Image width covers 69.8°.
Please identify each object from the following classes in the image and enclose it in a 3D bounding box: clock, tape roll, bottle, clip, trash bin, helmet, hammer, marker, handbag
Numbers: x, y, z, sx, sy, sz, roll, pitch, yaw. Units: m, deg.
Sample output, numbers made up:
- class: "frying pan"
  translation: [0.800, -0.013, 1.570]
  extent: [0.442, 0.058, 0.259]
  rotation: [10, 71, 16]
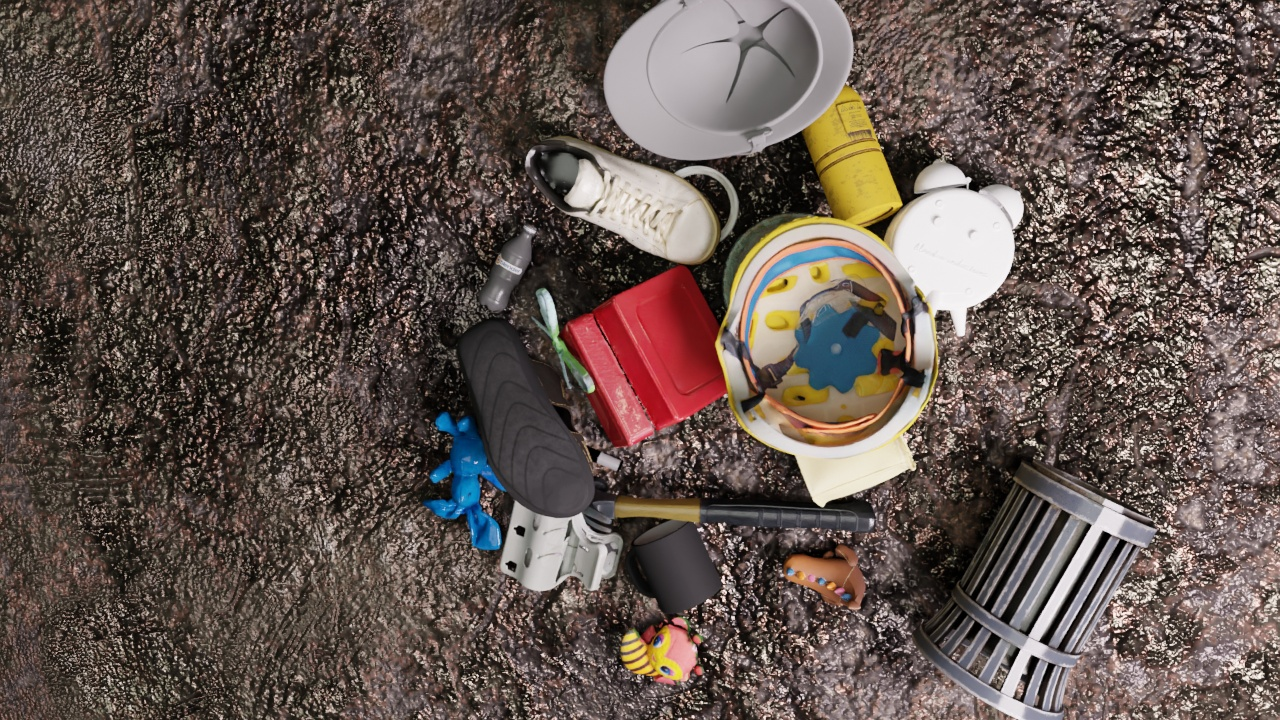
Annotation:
- class: "clock"
  translation: [0.322, -0.118, 0.956]
  extent: [0.125, 0.073, 0.161]
  rotation: [22, 95, 2]
- class: "tape roll"
  translation: [0.065, -0.174, 1.041]
  extent: [0.093, 0.013, 0.093]
  rotation: [2, 99, 11]
- class: "bottle"
  translation: [-0.154, -0.111, 1.084]
  extent: [0.036, 0.036, 0.110]
  rotation: [31, 103, 6]
- class: "clip"
  translation: [-0.098, 0.222, 1.111]
  extent: [0.143, 0.072, 0.125]
  rotation: [16, 103, 17]
- class: "trash bin"
  translation: [0.412, 0.232, 0.954]
  extent: [0.164, 0.164, 0.227]
  rotation: [26, 98, 7]
- class: "bottle"
  translation: [0.214, -0.226, 0.965]
  extent: [0.071, 0.071, 0.163]
  rotation: [-20, 80, 14]
- class: "helmet"
  translation: [0.193, -0.012, 0.935]
  extent: [0.209, 0.139, 0.239]
  rotation: [-10, 73, 18]
- class: "hammer"
  translation: [0.095, 0.172, 1.042]
  extent: [0.333, 0.117, 0.025]
  rotation: [2, 103, 6]
- class: "marker"
  translation: [-0.088, 0.101, 1.110]
  extent: [0.140, 0.016, 0.016]
  rotation: [22, 101, 8]
- class: "helmet"
  translation: [0.098, -0.324, 0.966]
  extent: [0.272, 0.117, 0.183]
  rotation: [-12, 125, 33]
- class: "handbag"
  translation: [0.230, 0.088, 1.008]
  extent: [0.119, 0.081, 0.111]
  rotation: [-25, 69, 16]

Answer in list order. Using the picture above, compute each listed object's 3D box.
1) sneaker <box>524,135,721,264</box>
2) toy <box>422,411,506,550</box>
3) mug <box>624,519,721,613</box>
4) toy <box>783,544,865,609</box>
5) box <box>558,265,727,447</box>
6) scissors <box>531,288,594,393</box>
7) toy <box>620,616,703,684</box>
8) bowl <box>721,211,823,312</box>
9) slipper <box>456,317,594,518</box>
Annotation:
- class: "sneaker"
  translation: [-0.026, -0.183, 1.004]
  extent: [0.241, 0.102, 0.089]
  rotation: [29, 104, 14]
- class: "toy"
  translation: [-0.220, 0.140, 1.118]
  extent: [0.113, 0.070, 0.176]
  rotation: [3, 109, 14]
- class: "mug"
  translation: [0.030, 0.243, 1.081]
  extent: [0.114, 0.078, 0.088]
  rotation: [-23, 93, 41]
- class: "toy"
  translation: [0.205, 0.248, 1.027]
  extent: [0.090, 0.103, 0.071]
  rotation: [15, 101, 2]
- class: "box"
  translation: [0.015, -0.005, 1.033]
  extent: [0.168, 0.154, 0.157]
  rotation: [-27, 91, -7]
- class: "scissors"
  translation: [-0.092, -0.020, 1.035]
  extent: [0.022, 0.171, 0.174]
  rotation: [-33, 129, -13]
- class: "toy"
  translation: [0.028, 0.353, 1.107]
  extent: [0.103, 0.046, 0.084]
  rotation: [-3, 103, 16]
- class: "bowl"
  translation: [0.170, -0.085, 1.018]
  extent: [0.157, 0.038, 0.157]
  rotation: [2, 98, 12]
- class: "slipper"
  translation: [-0.134, 0.068, 1.073]
  extent: [0.113, 0.076, 0.267]
  rotation: [-30, 68, 0]
